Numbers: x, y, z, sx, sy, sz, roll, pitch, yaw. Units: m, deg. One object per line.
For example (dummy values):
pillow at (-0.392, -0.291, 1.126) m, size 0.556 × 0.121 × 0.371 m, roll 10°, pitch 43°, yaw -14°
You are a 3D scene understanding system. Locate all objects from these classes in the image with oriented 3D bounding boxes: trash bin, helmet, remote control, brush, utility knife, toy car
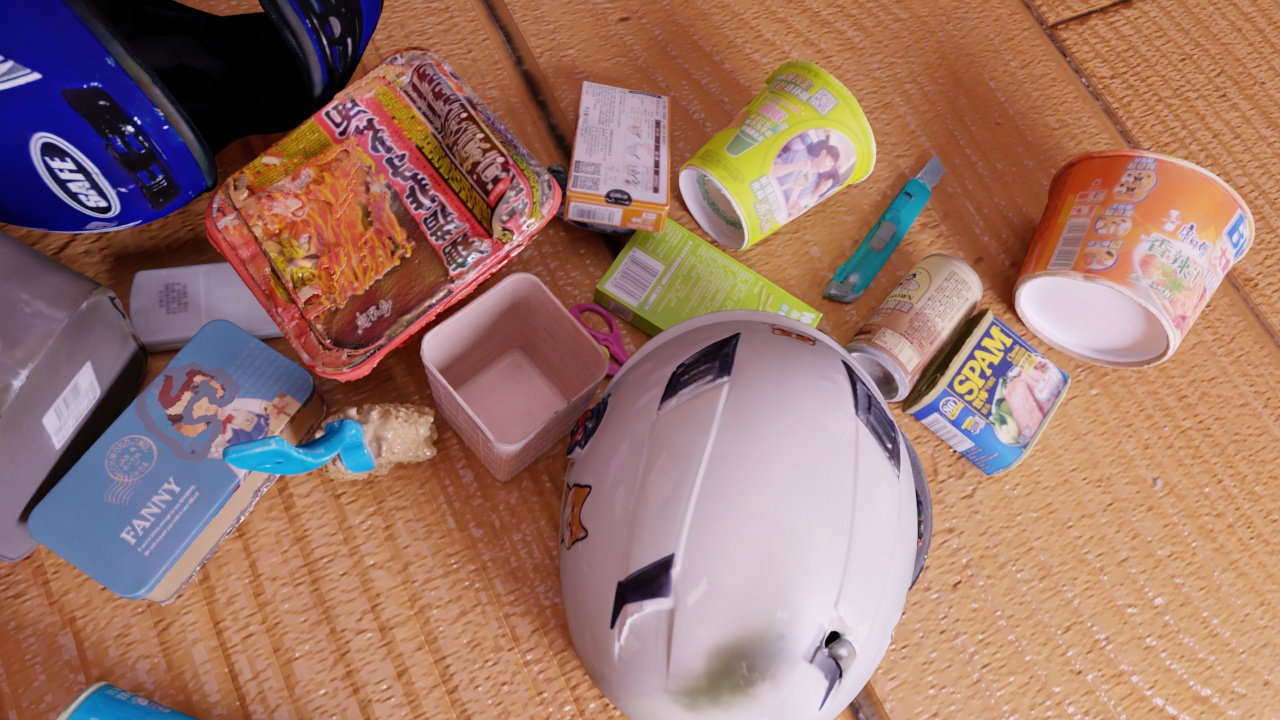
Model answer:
trash bin at (-0.431, -0.005, 0.516) m, size 0.219 × 0.199 × 0.198 m, roll 23°, pitch 66°, yaw -7°
helmet at (-0.344, -0.197, 0.560) m, size 0.315 × 0.248 × 0.239 m, roll 16°, pitch 66°, yaw 10°
helmet at (0.060, 0.102, 0.536) m, size 0.230 × 0.157 × 0.274 m, roll 17°, pitch 90°, yaw -1°
remote control at (-0.274, -0.042, 0.643) m, size 0.150 × 0.021 × 0.058 m, roll -8°, pitch 70°, yaw -13°
brush at (-0.168, 0.048, 0.510) m, size 0.083 × 0.255 × 0.046 m, roll -12°, pitch 88°, yaw -3°
utility knife at (0.207, -0.111, 0.761) m, size 0.029 × 0.013 × 0.181 m, roll 37°, pitch 67°, yaw 4°
toy car at (-0.042, -0.122, 0.708) m, size 0.090 × 0.034 × 0.042 m, roll 14°, pitch 50°, yaw -4°

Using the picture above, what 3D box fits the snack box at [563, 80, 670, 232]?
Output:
snack box at (-0.015, -0.161, 0.708) m, size 0.075 × 0.026 × 0.153 m, roll 8°, pitch 47°, yaw -6°

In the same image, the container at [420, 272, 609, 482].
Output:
container at (-0.085, 0.017, 0.604) m, size 0.090 × 0.111 × 0.090 m, roll -39°, pitch 80°, yaw -22°

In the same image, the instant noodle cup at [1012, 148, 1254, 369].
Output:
instant noodle cup at (0.368, -0.072, 0.708) m, size 0.151 × 0.151 × 0.111 m, roll 33°, pitch 74°, yaw 4°

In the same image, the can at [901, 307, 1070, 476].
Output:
can at (0.262, 0.024, 0.694) m, size 0.083 × 0.057 × 0.102 m, roll 39°, pitch 67°, yaw 4°

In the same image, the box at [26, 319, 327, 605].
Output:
box at (-0.287, 0.068, 0.576) m, size 0.090 × 0.061 × 0.183 m, roll 30°, pitch 65°, yaw 3°

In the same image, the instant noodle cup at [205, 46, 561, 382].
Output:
instant noodle cup at (-0.159, -0.087, 0.582) m, size 0.188 × 0.079 × 0.164 m, roll -39°, pitch 73°, yaw -6°

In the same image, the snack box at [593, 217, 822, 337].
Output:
snack box at (0.052, -0.041, 0.698) m, size 0.156 × 0.026 × 0.085 m, roll 32°, pitch 68°, yaw 3°

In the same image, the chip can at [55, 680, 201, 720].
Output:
chip can at (-0.220, 0.249, 0.508) m, size 0.210 × 0.071 × 0.071 m, roll 22°, pitch 66°, yaw 0°

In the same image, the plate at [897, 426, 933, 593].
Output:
plate at (0.125, 0.101, 0.641) m, size 0.179 × 0.024 × 0.179 m, roll 2°, pitch 77°, yaw -9°

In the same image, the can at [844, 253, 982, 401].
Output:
can at (0.208, -0.026, 0.702) m, size 0.058 × 0.059 × 0.116 m, roll 42°, pitch 67°, yaw 8°

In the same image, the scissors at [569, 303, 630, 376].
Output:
scissors at (-0.001, 0.003, 0.680) m, size 0.137 × 0.017 × 0.073 m, roll 25°, pitch 57°, yaw -4°

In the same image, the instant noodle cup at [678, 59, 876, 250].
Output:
instant noodle cup at (0.099, -0.152, 0.713) m, size 0.123 × 0.112 × 0.111 m, roll -39°, pitch 79°, yaw -14°
